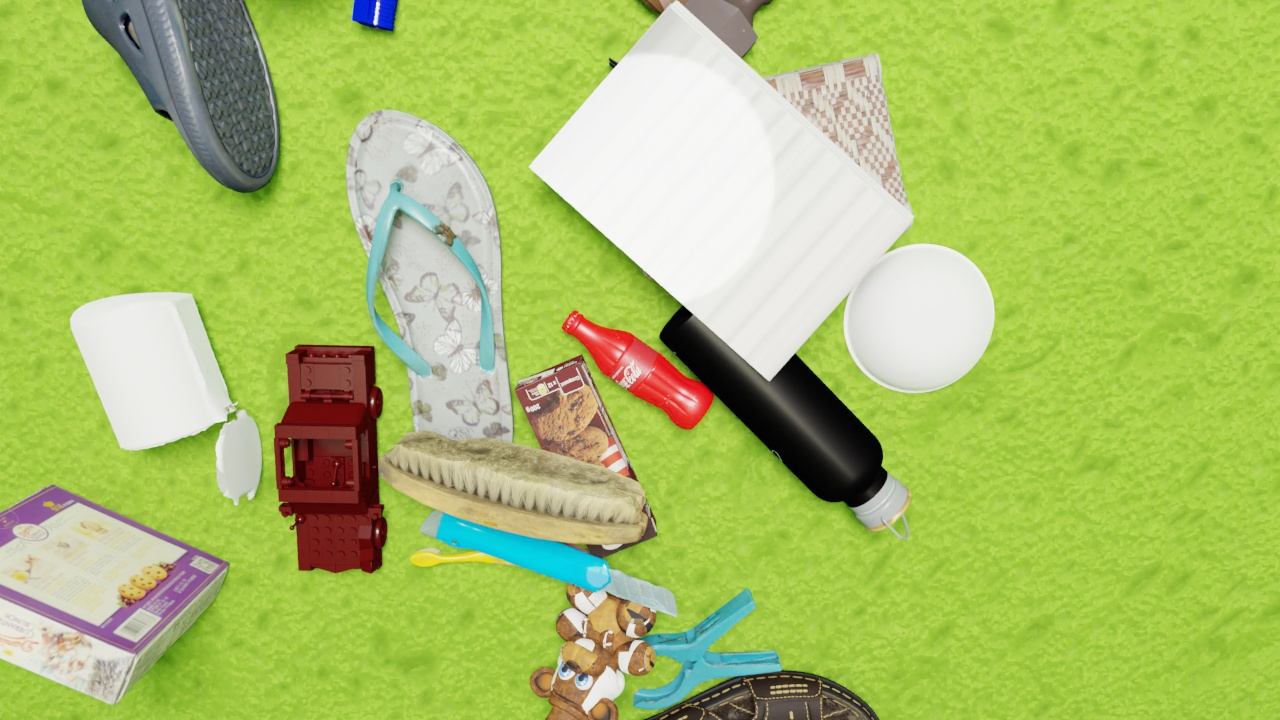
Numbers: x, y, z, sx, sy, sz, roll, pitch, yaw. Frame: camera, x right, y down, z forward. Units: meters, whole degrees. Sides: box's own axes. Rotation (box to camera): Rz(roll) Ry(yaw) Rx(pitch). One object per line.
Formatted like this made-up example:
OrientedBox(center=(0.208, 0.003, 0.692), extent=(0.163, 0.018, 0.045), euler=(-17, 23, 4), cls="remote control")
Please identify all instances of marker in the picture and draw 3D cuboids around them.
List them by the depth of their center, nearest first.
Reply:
OrientedBox(center=(-0.166, -0.287, 0.600), extent=(0.023, 0.027, 0.133), euler=(17, 103, 28), cls="marker")

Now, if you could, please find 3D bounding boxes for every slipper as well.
OrientedBox(center=(-0.308, -0.232, 0.571), extent=(0.083, 0.110, 0.268), euler=(-13, 98, 5), cls="slipper")
OrientedBox(center=(-0.138, -0.041, 0.640), extent=(0.098, 0.054, 0.269), euler=(-11, 103, -1), cls="slipper")
OrientedBox(center=(0.057, 0.317, 0.704), extent=(0.268, 0.075, 0.113), euler=(-15, 102, 2), cls="slipper")

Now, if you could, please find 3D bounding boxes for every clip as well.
OrientedBox(center=(0.049, 0.243, 0.715), extent=(0.127, 0.028, 0.114), euler=(-13, 97, 3), cls="clip")

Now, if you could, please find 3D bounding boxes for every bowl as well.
OrientedBox(center=(0.204, -0.026, 0.651), extent=(0.110, 0.040, 0.110), euler=(0, 102, -1), cls="bowl")

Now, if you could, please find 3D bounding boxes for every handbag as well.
OrientedBox(center=(0.083, -0.128, 0.627), extent=(0.186, 0.047, 0.124), euler=(-11, 94, 2), cls="handbag")

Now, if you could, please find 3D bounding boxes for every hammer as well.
OrientedBox(center=(-0.050, -0.311, 0.596), extent=(0.115, 0.033, 0.323), euler=(-44, 98, 6), cls="hammer")

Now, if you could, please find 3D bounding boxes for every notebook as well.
OrientedBox(center=(0.053, -0.109, 0.597), extent=(0.210, 0.009, 0.142), euler=(42, 93, -2), cls="notebook")

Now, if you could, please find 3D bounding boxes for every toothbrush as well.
OrientedBox(center=(-0.106, 0.149, 0.699), extent=(0.135, 0.016, 0.021), euler=(0, 100, -3), cls="toothbrush")

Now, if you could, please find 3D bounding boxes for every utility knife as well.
OrientedBox(center=(-0.068, 0.147, 0.674), extent=(0.205, 0.015, 0.031), euler=(17, 91, 15), cls="utility knife")

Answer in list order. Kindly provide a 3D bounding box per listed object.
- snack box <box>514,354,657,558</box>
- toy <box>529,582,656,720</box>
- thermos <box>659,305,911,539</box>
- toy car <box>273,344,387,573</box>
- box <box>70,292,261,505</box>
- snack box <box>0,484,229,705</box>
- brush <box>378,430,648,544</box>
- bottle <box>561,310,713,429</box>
OrientedBox(center=(-0.039, 0.071, 0.674), extent=(0.051, 0.031, 0.141), euler=(-23, 101, 4), cls="snack box")
OrientedBox(center=(-0.036, 0.224, 0.680), extent=(0.087, 0.067, 0.112), euler=(17, 63, 31), cls="toy")
OrientedBox(center=(0.115, 0.043, 0.654), extent=(0.061, 0.061, 0.231), euler=(-44, 99, 8), cls="thermos")
OrientedBox(center=(-0.221, 0.077, 0.658), extent=(0.070, 0.061, 0.170), euler=(1, 102, -1), cls="toy car")
OrientedBox(center=(-0.323, 0.032, 0.640), extent=(0.092, 0.083, 0.166), euler=(-14, 103, -7), cls="box")
OrientedBox(center=(-0.385, 0.153, 0.631), extent=(0.148, 0.143, 0.040), euler=(26, 100, -6), cls="snack box")
OrientedBox(center=(-0.089, 0.086, 0.635), extent=(0.195, 0.059, 0.043), euler=(12, 109, 10), cls="brush")
OrientedBox(center=(-0.004, 0.004, 0.658), extent=(0.119, 0.036, 0.036), euler=(35, 99, -7), cls="bottle")
